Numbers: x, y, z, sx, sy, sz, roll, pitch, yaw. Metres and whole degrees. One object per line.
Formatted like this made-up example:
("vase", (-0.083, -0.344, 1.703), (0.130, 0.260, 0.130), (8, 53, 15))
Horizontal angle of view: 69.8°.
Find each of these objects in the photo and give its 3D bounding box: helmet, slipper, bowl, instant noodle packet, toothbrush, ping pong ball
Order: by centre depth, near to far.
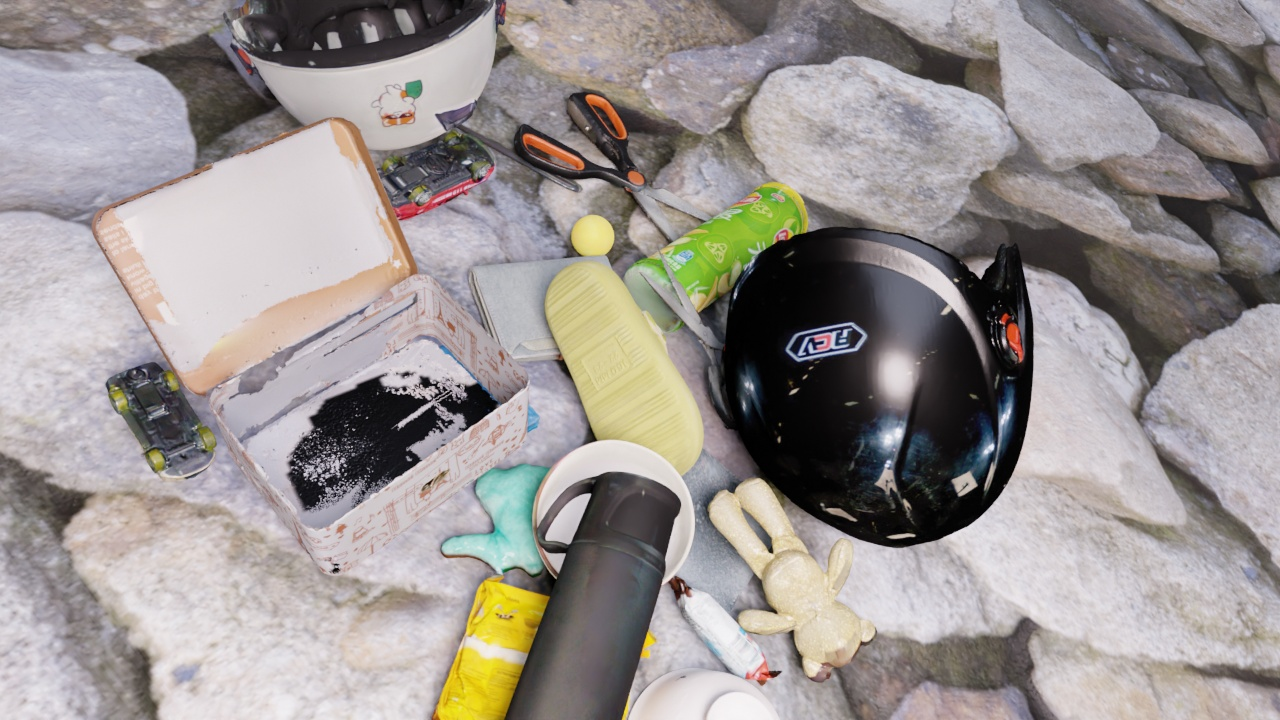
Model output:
("instant noodle packet", (-0.061, 0.210, 0.605), (0.128, 0.044, 0.110), (19, 56, -4))
("bowl", (0.054, 0.254, 0.609), (0.118, 0.065, 0.118), (11, 51, -15))
("bowl", (-0.022, 0.119, 0.661), (0.113, 0.062, 0.113), (3, 68, -7))
("helmet", (0.182, 0.017, 0.719), (0.274, 0.234, 0.229), (38, 52, -49))
("slipper", (-0.004, 0.004, 0.743), (0.081, 0.092, 0.190), (-24, 85, -58))
("helmet", (-0.230, -0.275, 0.812), (0.230, 0.157, 0.273), (-17, 52, -10))
("ping pong ball", (-0.045, -0.116, 0.858), (0.040, 0.040, 0.040), (12, 52, -15))
("toothbrush", (-0.137, -0.213, 0.908), (0.181, 0.018, 0.015), (29, 42, -3))

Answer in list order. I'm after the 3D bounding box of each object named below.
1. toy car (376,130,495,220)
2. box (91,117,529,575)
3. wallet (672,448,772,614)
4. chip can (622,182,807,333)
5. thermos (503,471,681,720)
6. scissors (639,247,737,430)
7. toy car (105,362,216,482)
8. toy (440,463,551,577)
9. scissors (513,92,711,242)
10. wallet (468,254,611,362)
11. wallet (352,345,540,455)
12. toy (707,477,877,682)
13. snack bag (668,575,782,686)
("toy car", (-0.188, -0.166, 0.831), (0.120, 0.045, 0.053), (-34, 75, -32))
("box", (-0.208, -0.012, 0.615), (0.178, 0.130, 0.272), (-35, 94, -29))
("wallet", (0.055, 0.135, 0.730), (0.097, 0.019, 0.120), (39, 48, 6))
("chip can", (0.074, -0.101, 0.878), (0.072, 0.073, 0.220), (44, 51, 12))
("thermos", (-0.047, 0.187, 0.560), (0.090, 0.068, 0.241), (5, 58, 23))
("scissors", (0.059, -0.019, 0.797), (0.165, 0.014, 0.163), (0, 77, -49))
("toy car", (-0.323, 0.044, 0.622), (0.042, 0.035, 0.090), (-29, 71, -35))
("toy", (-0.099, 0.117, 0.669), (0.096, 0.030, 0.091), (0, 53, -21))
("scissors", (-0.028, -0.192, 0.934), (0.224, 0.022, 0.220), (-1, 57, -30))
("wallet", (-0.073, -0.046, 0.797), (0.129, 0.037, 0.106), (-8, 58, -28))
("wallet", (-0.157, 0.043, 0.695), (0.132, 0.040, 0.106), (-30, 67, -35))
("toy", (0.110, 0.161, 0.695), (0.105, 0.066, 0.157), (-32, 79, -10))
("snack bag", (0.057, 0.196, 0.662), (0.026, 0.045, 0.105), (-42, 84, -16))
